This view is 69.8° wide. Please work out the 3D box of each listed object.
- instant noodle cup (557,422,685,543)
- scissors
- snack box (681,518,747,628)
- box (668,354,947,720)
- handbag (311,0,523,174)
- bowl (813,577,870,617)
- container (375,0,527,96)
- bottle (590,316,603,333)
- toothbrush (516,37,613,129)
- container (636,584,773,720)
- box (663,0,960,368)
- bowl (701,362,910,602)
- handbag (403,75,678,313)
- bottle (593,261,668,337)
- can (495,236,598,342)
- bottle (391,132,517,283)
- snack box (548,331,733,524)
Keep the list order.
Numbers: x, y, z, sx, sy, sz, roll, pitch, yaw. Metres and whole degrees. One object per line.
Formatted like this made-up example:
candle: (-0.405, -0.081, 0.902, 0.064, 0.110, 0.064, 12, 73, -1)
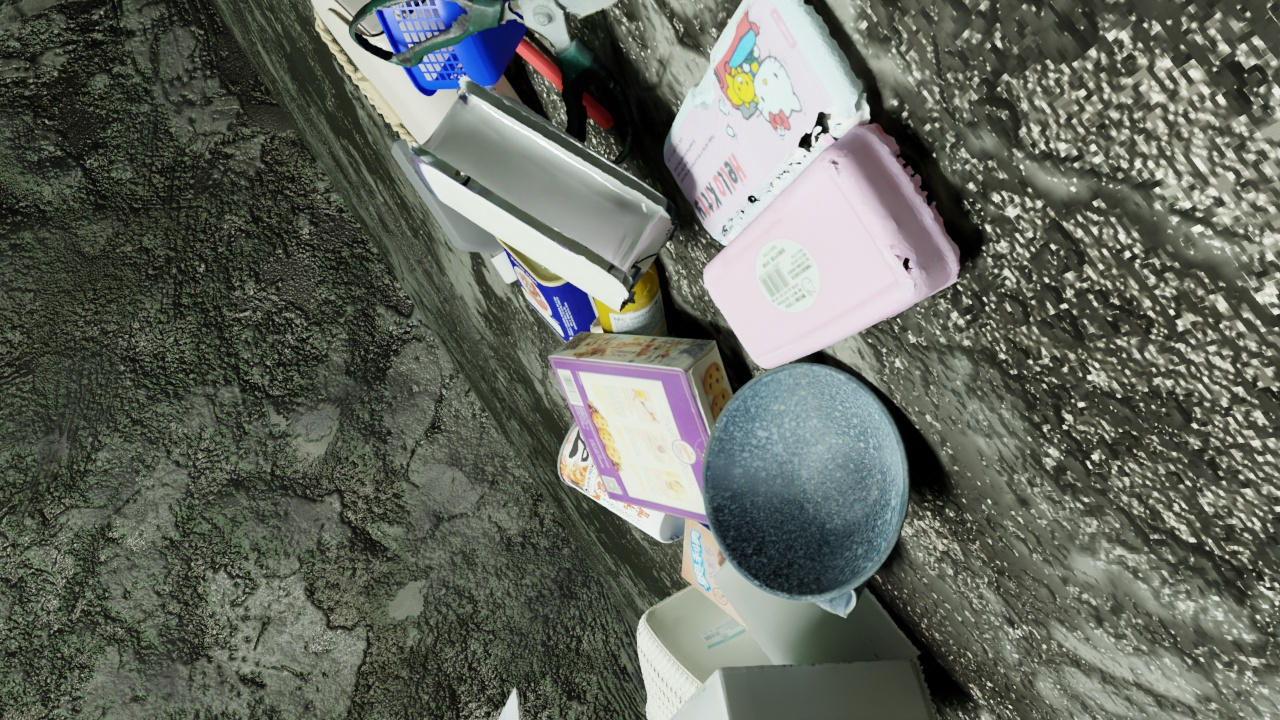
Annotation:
instant noodle cup: (0.005, 0.107, 0.898, 0.122, 0.123, 0.124, 37, 158, 30)
scissors: (-0.083, -0.183, 0.533, 0.203, 0.015, 0.202, 11, 157, 10)
snack box: (0.102, 0.202, 0.837, 0.151, 0.034, 0.087, 33, 136, 37)
box: (0.143, 0.177, 0.786, 0.173, 0.420, 0.168, 23, 137, -3)
handbag: (-0.169, -0.238, 0.748, 0.208, 0.103, 0.211, 41, 170, 50)
bowl: (0.124, 0.117, 0.629, 0.110, 0.055, 0.110, 51, 165, 19)
container: (-0.118, -0.234, 0.579, 0.058, 0.096, 0.114, 5, 144, 18)
bottle: (-0.005, 0.005, 0.834, 0.109, 0.044, 0.044, 61, 165, -18)
toothbrush: (-0.083, -0.228, 0.648, 0.212, 0.017, 0.012, 46, 163, 24)
container: (0.100, 0.331, 0.946, 0.246, 0.184, 0.143, 24, 135, 63)
box: (0.064, -0.076, 0.448, 0.152, 0.038, 0.201, 57, 165, 2)
bowl: (0.107, 0.072, 0.546, 0.057, 0.137, 0.137, 11, -153, -48)
handbag: (-0.055, -0.096, 0.583, 0.151, 0.074, 0.176, 32, 171, 3)
bottle: (-0.009, -0.044, 0.718, 0.053, 0.053, 0.186, 47, 163, 32)
can: (-0.080, -0.079, 0.868, 0.116, 0.056, 0.092, 45, 163, 38)
bottle: (-0.166, -0.159, 0.921, 0.174, 0.083, 0.046, 58, 166, -12)
snack box: (0.013, 0.052, 0.701, 0.148, 0.040, 0.143, 6, 125, 45)
